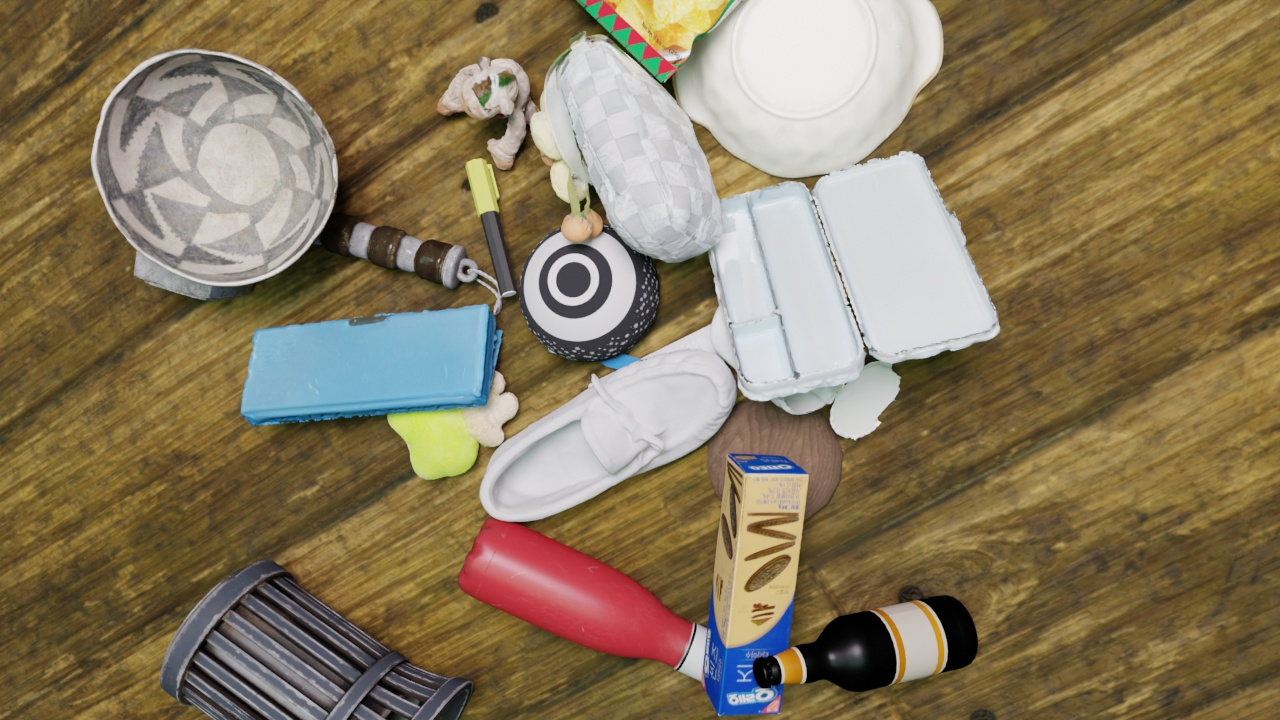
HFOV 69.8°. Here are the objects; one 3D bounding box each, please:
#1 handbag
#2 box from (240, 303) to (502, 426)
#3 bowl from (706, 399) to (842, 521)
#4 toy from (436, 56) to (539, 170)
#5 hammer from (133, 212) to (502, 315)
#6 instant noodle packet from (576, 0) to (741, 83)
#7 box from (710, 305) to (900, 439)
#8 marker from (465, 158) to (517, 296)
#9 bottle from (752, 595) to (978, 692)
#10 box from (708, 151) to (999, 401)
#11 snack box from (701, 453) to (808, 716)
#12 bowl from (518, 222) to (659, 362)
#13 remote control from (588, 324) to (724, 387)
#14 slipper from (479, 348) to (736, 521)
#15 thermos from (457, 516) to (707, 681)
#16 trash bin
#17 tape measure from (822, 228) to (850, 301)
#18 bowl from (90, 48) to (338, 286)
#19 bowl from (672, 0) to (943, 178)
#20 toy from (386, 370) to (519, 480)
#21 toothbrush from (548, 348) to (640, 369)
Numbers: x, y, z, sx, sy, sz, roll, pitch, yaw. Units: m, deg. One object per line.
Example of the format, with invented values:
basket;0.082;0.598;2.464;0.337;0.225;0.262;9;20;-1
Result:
handbag;-0.015;-0.150;0.716;0.123;0.112;0.171;-28;72;19
box;-0.237;0.009;0.816;0.232;0.052;0.093;-6;66;12
bowl;0.113;0.088;0.780;0.118;0.030;0.118;1;96;11
toy;-0.119;-0.211;0.759;0.074;0.106;0.085;-36;96;-8
hammer;-0.274;-0.116;0.816;0.326;0.079;0.177;16;99;3
instant noodle packet;0.049;-0.360;0.700;0.253;0.090;0.195;-44;64;10
box;0.135;-0.001;0.756;0.080;0.150;0.106;-53;43;9
marker;-0.127;-0.116;0.799;0.021;0.018;0.123;-12;80;-22
bottle;0.175;0.231;0.729;0.181;0.059;0.059;-6;96;-18
box;0.148;-0.071;0.693;0.189;0.037;0.208;-13;49;4
snack box;0.091;0.182;0.743;0.056;0.057;0.207;3;99;-13
bowl;-0.048;-0.061;0.765;0.120;0.066;0.120;-1;84;11
remote control;0.018;0.009;0.799;0.131;0.012;0.033;-26;83;13
slipper;-0.033;0.065;0.773;0.247;0.074;0.112;-27;116;17
thermos;-0.039;0.215;0.803;0.240;0.073;0.073;24;100;0
trash bin;-0.292;0.296;0.821;0.227;0.164;0.164;31;101;10
tape measure;0.159;-0.077;0.750;0.066;0.037;0.064;-12;93;12
bowl;-0.329;-0.153;0.735;0.178;0.081;0.178;-2;103;-7
bowl;0.129;-0.244;0.726;0.219;0.060;0.188;-7;95;12
toy;-0.166;0.053;0.825;0.115;0.046;0.092;-29;91;6
toothbrush;-0.005;0.005;0.790;0.167;0.014;0.016;15;91;16
